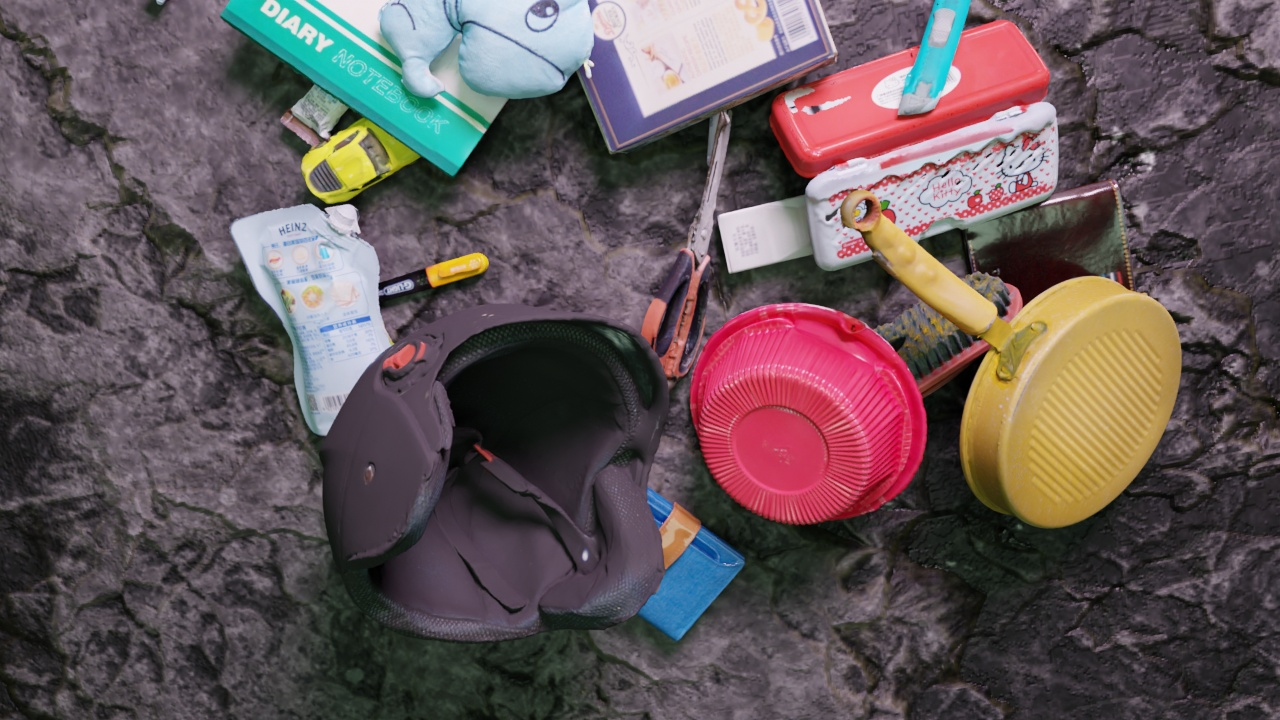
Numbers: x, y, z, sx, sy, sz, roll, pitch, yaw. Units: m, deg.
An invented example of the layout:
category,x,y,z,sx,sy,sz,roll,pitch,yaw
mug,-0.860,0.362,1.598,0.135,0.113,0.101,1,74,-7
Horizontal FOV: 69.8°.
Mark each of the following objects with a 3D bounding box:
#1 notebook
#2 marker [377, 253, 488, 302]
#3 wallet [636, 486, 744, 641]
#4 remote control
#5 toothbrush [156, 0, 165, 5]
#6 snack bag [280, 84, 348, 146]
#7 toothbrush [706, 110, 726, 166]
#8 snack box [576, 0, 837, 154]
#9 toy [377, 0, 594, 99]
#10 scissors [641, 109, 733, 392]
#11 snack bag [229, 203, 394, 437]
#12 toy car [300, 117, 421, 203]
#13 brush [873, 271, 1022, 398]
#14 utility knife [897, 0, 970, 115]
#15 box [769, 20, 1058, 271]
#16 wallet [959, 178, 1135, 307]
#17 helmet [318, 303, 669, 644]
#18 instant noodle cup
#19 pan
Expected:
category,x,y,z,sx,sy,sz,roll,pitch,yaw
notebook,-0.189,-0.260,0.703,0.209,0.012,0.150,34,86,-5
marker,-0.185,-0.065,0.759,0.124,0.015,0.018,-15,95,8
wallet,0.009,0.169,0.789,0.133,0.040,0.106,36,105,-6
remote control,0.127,-0.107,0.733,0.125,0.024,0.049,-13,99,6
toothbrush,-0.313,-0.368,0.697,0.027,0.026,0.225,31,102,-26
snack bag,-0.237,-0.216,0.724,0.048,0.026,0.104,38,102,-6
toothbrush,0.062,-0.245,0.710,0.021,0.029,0.189,-8,105,-35
snack box,0.029,-0.271,0.677,0.183,0.045,0.178,-19,100,18
toy,-0.105,-0.243,0.667,0.156,0.049,0.162,41,110,-3
scissors,0.036,-0.081,0.703,0.015,0.191,0.207,20,144,27
snack bag,-0.255,-0.033,0.751,0.110,0.038,0.191,-8,106,18
toy car,-0.215,-0.162,0.722,0.105,0.032,0.048,-30,119,0
brush,0.235,-0.012,0.728,0.146,0.063,0.069,-35,133,14
utility knife,0.224,-0.254,0.671,0.029,0.013,0.179,18,76,11
box,0.210,-0.162,0.687,0.201,0.073,0.154,-19,92,-2
wallet,0.324,-0.083,0.733,0.122,0.020,0.096,-14,101,7
helmet,-0.110,0.073,0.678,0.233,0.230,0.274,33,90,-41
instant noodle cup,0.117,0.056,0.708,0.194,0.065,0.194,12,119,22
pan,0.269,-0.008,0.669,0.357,0.078,0.197,35,90,-34
